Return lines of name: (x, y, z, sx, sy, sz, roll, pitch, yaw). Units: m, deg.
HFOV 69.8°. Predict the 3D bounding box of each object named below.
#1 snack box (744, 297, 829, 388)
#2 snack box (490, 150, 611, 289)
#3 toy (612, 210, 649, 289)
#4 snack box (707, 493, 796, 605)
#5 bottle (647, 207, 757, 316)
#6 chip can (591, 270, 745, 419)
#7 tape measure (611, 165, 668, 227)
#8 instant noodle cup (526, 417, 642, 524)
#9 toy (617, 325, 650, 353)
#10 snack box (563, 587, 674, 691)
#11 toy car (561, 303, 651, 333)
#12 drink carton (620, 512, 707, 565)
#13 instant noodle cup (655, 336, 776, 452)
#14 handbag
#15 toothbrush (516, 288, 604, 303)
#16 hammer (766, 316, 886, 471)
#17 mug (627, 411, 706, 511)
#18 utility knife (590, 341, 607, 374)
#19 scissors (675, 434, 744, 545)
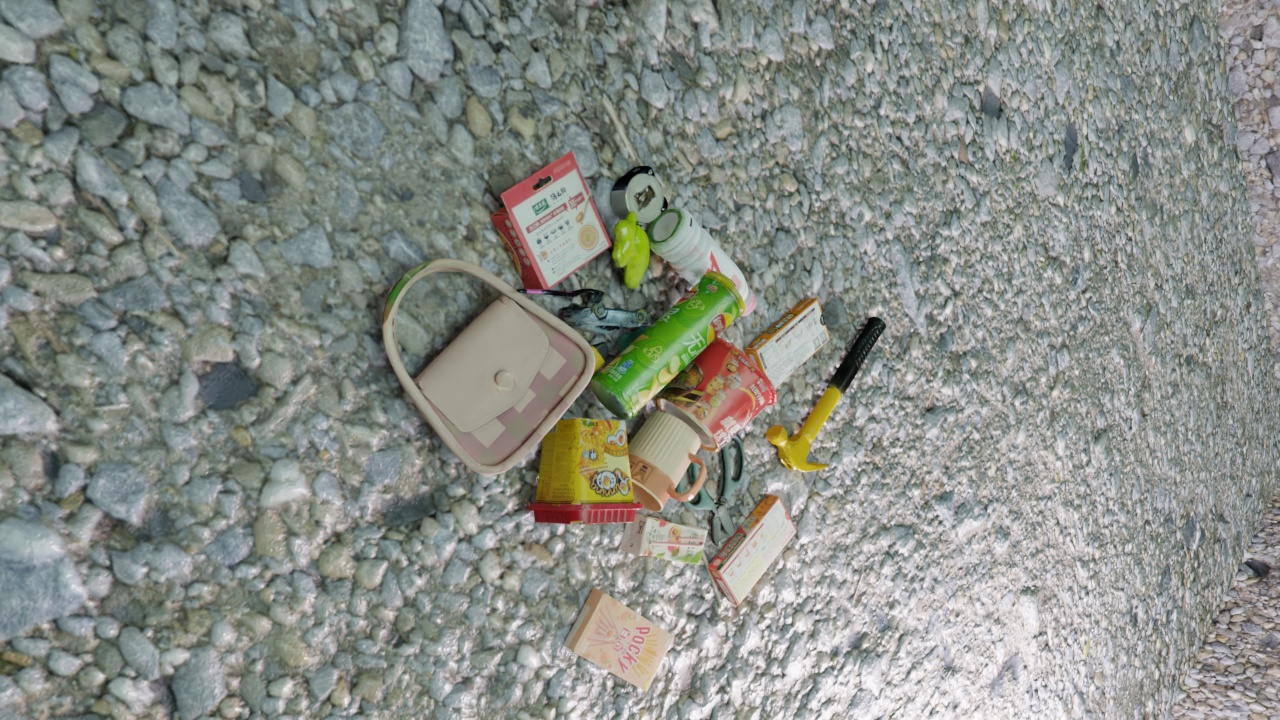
snack box: (0.224, -0.025, 1.380, 0.153, 0.026, 0.075, -38, 119, -29)
snack box: (-0.107, -0.163, 1.076, 0.113, 0.044, 0.127, -39, 119, -29)
toy: (-0.010, -0.137, 1.146, 0.100, 0.031, 0.097, -11, 110, -70)
snack box: (0.169, 0.282, 1.375, 0.155, 0.027, 0.077, -45, 122, -26)
bottle: (0.091, -0.125, 1.232, 0.197, 0.068, 0.068, 38, 72, -39)
chip can: (0.035, -0.018, 1.152, 0.221, 0.073, 0.072, -43, 121, -17)
tape measure: (-0.003, -0.205, 1.164, 0.065, 0.034, 0.066, -45, 120, -27)
instant noodle cup: (-0.068, 0.134, 1.112, 0.116, 0.116, 0.123, 6, 80, -39)
toy: (-0.007, 0.007, 1.191, 0.096, 0.030, 0.092, -21, 105, -33)
snack box: (-0.026, 0.374, 1.226, 0.157, 0.026, 0.084, 41, 70, -35)
toy car: (-0.042, -0.052, 1.139, 0.120, 0.054, 0.037, -1, 93, -41)
drink carton: (0.035, 0.244, 1.246, 0.122, 0.046, 0.053, 20, 82, -40)
instant noodle cup: (0.096, 0.050, 1.220, 0.108, 0.138, 0.138, -48, 123, -15)
handbag: (-0.181, -0.007, 1.007, 0.193, 0.093, 0.234, -48, 115, -16)
toothbrush: (-0.091, -0.077, 1.077, 0.188, 0.014, 0.018, -6, 112, -63)
hammer: (0.308, 0.050, 1.455, 0.300, 0.033, 0.129, -54, 125, -21)
mug: (0.031, 0.135, 1.186, 0.105, 0.115, 0.082, -55, 146, -23)
utility knife: (-0.115, 0.054, 1.107, 0.216, 0.015, 0.033, -46, 126, -16)
scissors: (0.117, 0.177, 1.324, 0.170, 0.019, 0.177, -45, 120, -27)
